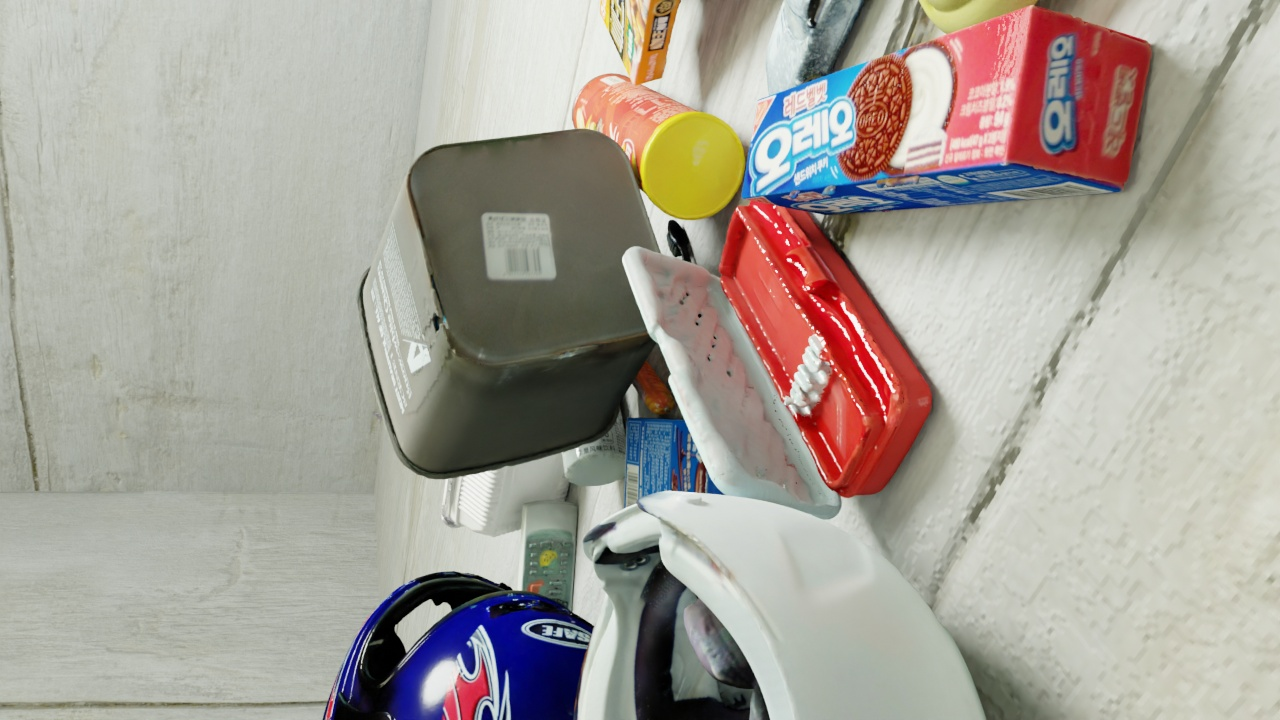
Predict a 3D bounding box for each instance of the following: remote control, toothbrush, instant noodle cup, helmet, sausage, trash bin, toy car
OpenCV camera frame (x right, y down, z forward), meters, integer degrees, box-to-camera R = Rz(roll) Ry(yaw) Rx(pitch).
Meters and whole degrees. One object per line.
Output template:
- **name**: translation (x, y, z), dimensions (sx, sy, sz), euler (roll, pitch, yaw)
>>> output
- **remote control**: translation (-0.095, 0.209, 0.930), dimensions (0.019, 0.056, 0.135), euler (-171, 85, -69)
- **toothbrush**: translation (0.042, -0.034, 0.658), dimensions (0.016, 0.014, 0.189), euler (114, 151, -46)
- **instant noodle cup**: translation (-0.124, 0.106, 0.938), dimensions (0.060, 0.137, 0.174), euler (40, 127, 39)
- **helmet**: translation (-0.113, 0.300, 0.709), dimensions (0.241, 0.247, 0.314), euler (-33, 47, 39)
- **helmet**: translation (0.058, 0.172, 0.399), dimensions (0.259, 0.145, 0.228), euler (111, 156, -55)
- **sausage**: translation (-0.005, 0.004, 0.765), dimensions (0.165, 0.021, 0.021), euler (-125, 43, -59)
- **trash bin**: translation (-0.095, -0.040, 0.668), dimensions (0.220, 0.198, 0.199), euler (134, 121, -65)
- **toy car**: translation (0.096, -0.195, 0.506), dimensions (0.121, 0.036, 0.054), euler (109, 154, -44)

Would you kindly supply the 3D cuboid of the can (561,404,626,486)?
- **can**: translation (-0.048, 0.038, 0.825), dimensions (0.058, 0.058, 0.146), euler (118, 148, -48)

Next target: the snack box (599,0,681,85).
- **snack box**: translation (0.001, -0.267, 0.631), dimensions (0.154, 0.026, 0.075), euler (108, 140, -70)

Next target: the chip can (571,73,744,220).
- **chip can**: translation (0.004, -0.169, 0.694), dimensions (0.216, 0.073, 0.073), euler (-126, 44, -59)

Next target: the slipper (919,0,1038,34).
- **slipper**: translation (0.116, -0.212, 0.393), dimensions (0.092, 0.081, 0.190), euler (112, 155, -46)

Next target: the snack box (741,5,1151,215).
- **snack box**: translation (0.116, -0.098, 0.408), dimensions (0.208, 0.057, 0.058), euler (-163, 80, -70)

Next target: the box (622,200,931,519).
- **box**: translation (0.057, -0.013, 0.491), dimensions (0.201, 0.101, 0.095), euler (-111, 30, -47)

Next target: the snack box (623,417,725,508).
- **snack box**: translation (0.026, 0.085, 0.664), dimensions (0.157, 0.026, 0.084), euler (174, 99, -69)
